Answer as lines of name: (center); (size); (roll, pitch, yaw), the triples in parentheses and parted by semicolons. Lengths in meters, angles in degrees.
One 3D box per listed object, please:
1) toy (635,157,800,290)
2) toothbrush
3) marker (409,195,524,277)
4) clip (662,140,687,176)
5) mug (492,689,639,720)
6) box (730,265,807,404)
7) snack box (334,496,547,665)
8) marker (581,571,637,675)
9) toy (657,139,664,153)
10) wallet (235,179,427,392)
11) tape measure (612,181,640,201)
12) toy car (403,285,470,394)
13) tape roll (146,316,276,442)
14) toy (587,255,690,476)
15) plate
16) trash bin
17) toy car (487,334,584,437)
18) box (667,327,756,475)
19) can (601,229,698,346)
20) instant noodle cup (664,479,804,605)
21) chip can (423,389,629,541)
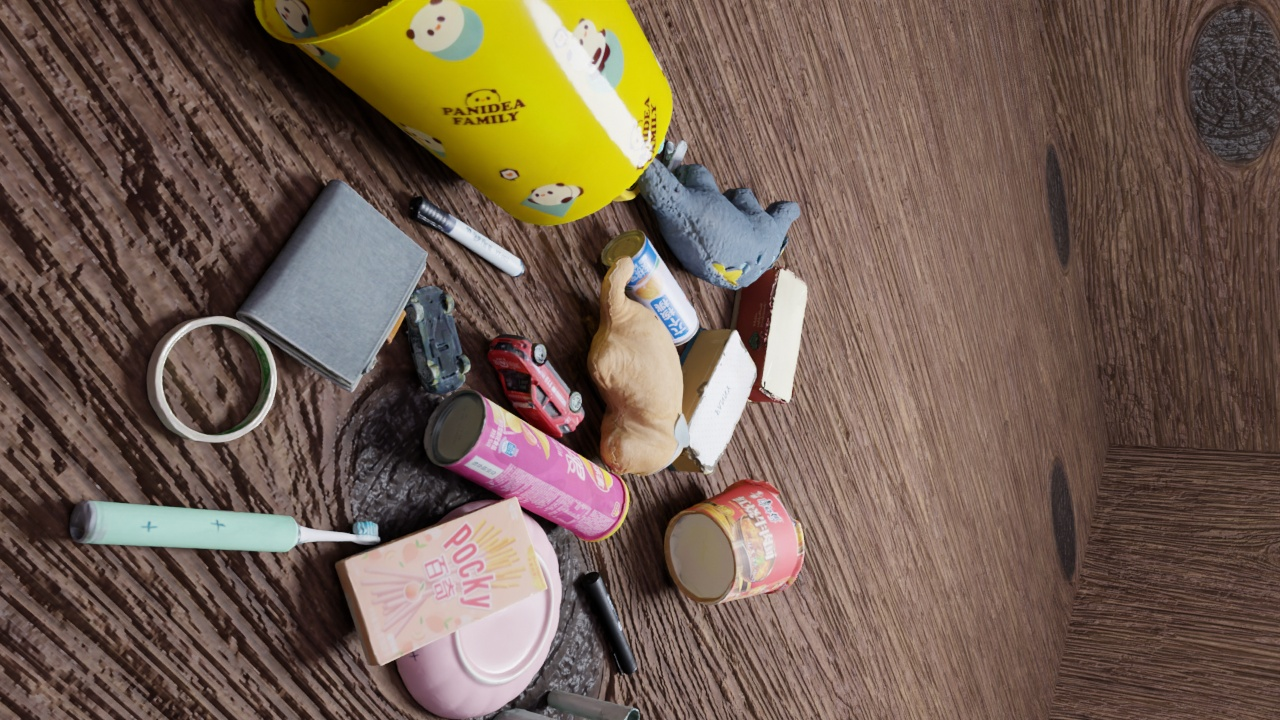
toy: (0.096, -0.154, 1.068); (0.355, 0.092, 0.138); (5, 86, -54)
toothbrush: (-0.272, 0.118, 0.637); (0.224, 0.027, 0.027); (19, 53, -51)
marker: (-0.150, -0.105, 0.806); (0.130, 0.018, 0.022); (33, 73, -47)
clip: (0.036, -0.225, 1.051); (0.024, 0.029, 0.057); (26, 76, -48)
mug: (-0.075, 0.354, 0.835); (0.123, 0.104, 0.084); (-40, 121, -46)
box: (0.169, -0.031, 1.178); (0.091, 0.077, 0.168); (26, 70, -49)
snack box: (-0.157, 0.174, 0.741); (0.157, 0.026, 0.084); (-17, 85, -37)
marker: (-0.032, 0.277, 0.962); (0.022, 0.020, 0.132); (-28, 116, -18)
toy: (0.005, -0.256, 0.994); (0.091, 0.030, 0.096); (7, 76, -73)
wallet: (-0.225, -0.054, 0.692); (0.106, 0.037, 0.129); (42, 56, -32)
tape measure: (-0.023, -0.196, 0.963); (0.060, 0.029, 0.057); (45, 55, -44)
toy car: (-0.173, -0.017, 0.762); (0.042, 0.034, 0.090); (-25, 108, -47)
tape roll: (-0.290, 0.013, 0.624); (0.085, 0.014, 0.086); (-1, 91, -53)
toy: (-0.006, 0.006, 0.945); (0.143, 0.083, 0.226); (-21, 105, -67)
plate: (-0.131, 0.221, 0.813); (0.192, 0.039, 0.192); (1, 89, -53)
trash bin: (-0.112, -0.248, 0.700); (0.255, 0.230, 0.229); (43, 57, -51)
toy car: (-0.097, 0.025, 0.846); (0.045, 0.053, 0.120); (-59, 134, -31)
box: (0.077, 0.041, 1.075); (0.090, 0.060, 0.183); (58, 45, -36)
can: (0.013, -0.076, 0.991); (0.134, 0.053, 0.053); (53, 50, -39)
instant noodle cup: (0.100, 0.214, 1.053); (0.108, 0.138, 0.138); (-8, 96, -44)
chip can: (-0.097, 0.099, 0.832); (0.210, 0.072, 0.071); (39, 60, -45)
